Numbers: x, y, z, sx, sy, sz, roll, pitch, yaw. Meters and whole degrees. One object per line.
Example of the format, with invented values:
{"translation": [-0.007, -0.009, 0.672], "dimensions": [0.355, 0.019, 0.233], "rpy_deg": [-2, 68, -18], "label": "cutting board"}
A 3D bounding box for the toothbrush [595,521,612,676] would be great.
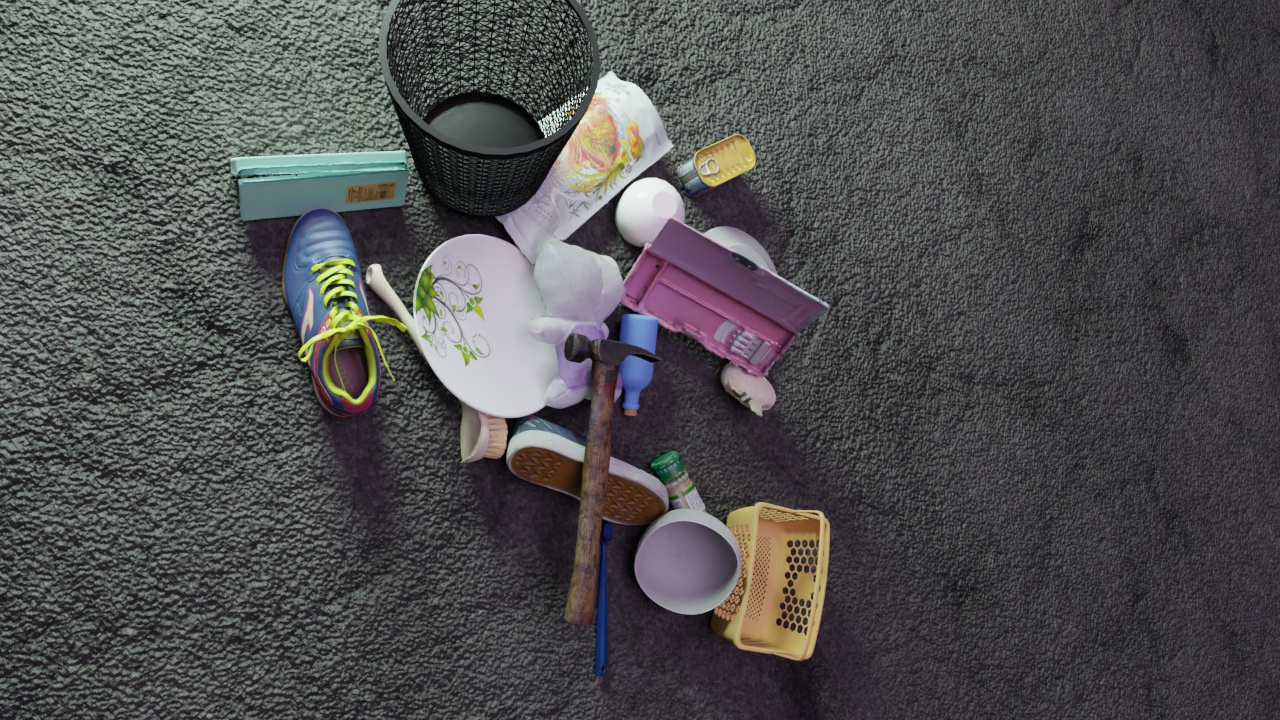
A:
{"translation": [-0.046, 0.299, 1.155], "dimensions": [0.016, 0.017, 0.190], "rpy_deg": [5, 81, -25], "label": "toothbrush"}

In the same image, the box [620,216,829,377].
{"translation": [0.105, -0.085, 1.180], "dimensions": [0.233, 0.181, 0.055], "rpy_deg": [29, 48, -9], "label": "box"}

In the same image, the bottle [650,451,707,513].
{"translation": [0.055, 0.175, 1.207], "dimensions": [0.042, 0.043, 0.110], "rpy_deg": [-31, 98, -26], "label": "bottle"}

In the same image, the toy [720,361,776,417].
{"translation": [0.151, 0.032, 1.269], "dimensions": [0.087, 0.050, 0.112], "rpy_deg": [33, 37, -14], "label": "toy"}

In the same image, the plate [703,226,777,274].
{"translation": [0.141, -0.107, 1.281], "dimensions": [0.172, 0.019, 0.172], "rpy_deg": [10, 73, -34], "label": "plate"}

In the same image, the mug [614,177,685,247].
{"translation": [0.017, -0.180, 1.217], "dimensions": [0.090, 0.076, 0.124], "rpy_deg": [-6, 86, -26], "label": "mug"}

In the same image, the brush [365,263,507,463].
{"translation": [-0.243, 0.003, 1.083], "dimensions": [0.272, 0.062, 0.077], "rpy_deg": [58, 37, -2], "label": "brush"}

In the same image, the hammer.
{"translation": [-0.046, 0.139, 1.069], "dimensions": [0.120, 0.033, 0.330], "rpy_deg": [9, 82, -27], "label": "hammer"}

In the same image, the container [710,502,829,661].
{"translation": [0.182, 0.284, 1.183], "dimensions": [0.129, 0.167, 0.183], "rpy_deg": [16, 76, -23], "label": "container"}

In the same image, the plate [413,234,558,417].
{"translation": [-0.181, -0.039, 1.112], "dimensions": [0.229, 0.030, 0.229], "rpy_deg": [19, 62, -40], "label": "plate"}

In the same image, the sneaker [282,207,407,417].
{"translation": [-0.332, -0.059, 1.024], "dimensions": [0.116, 0.091, 0.241], "rpy_deg": [-11, 87, -24], "label": "sneaker"}

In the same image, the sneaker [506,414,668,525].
{"translation": [-0.061, 0.130, 1.140], "dimensions": [0.235, 0.088, 0.079], "rpy_deg": [29, 32, -29], "label": "sneaker"}

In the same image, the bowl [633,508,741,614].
{"translation": [0.061, 0.249, 1.169], "dimensions": [0.132, 0.064, 0.132], "rpy_deg": [2, 106, 6], "label": "bowl"}

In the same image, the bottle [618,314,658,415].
{"translation": [-0.007, 0.007, 1.193], "dimensions": [0.048, 0.048, 0.131], "rpy_deg": [3, 97, -26], "label": "bottle"}

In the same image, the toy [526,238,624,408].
{"translation": [-0.074, -0.046, 1.138], "dimensions": [0.137, 0.086, 0.209], "rpy_deg": [2, 80, -46], "label": "toy"}

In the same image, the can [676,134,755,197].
{"translation": [0.104, -0.271, 1.282], "dimensions": [0.099, 0.059, 0.054], "rpy_deg": [-29, 96, -27], "label": "can"}

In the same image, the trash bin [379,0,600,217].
{"translation": [-0.173, -0.279, 1.027], "dimensions": [0.217, 0.244, 0.216], "rpy_deg": [3, 77, -12], "label": "trash bin"}

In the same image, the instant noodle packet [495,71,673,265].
{"translation": [-0.087, -0.259, 1.190], "dimensions": [0.268, 0.057, 0.147], "rpy_deg": [-43, 94, -23], "label": "instant noodle packet"}

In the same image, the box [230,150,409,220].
{"translation": [-0.360, -0.196, 1.045], "dimensions": [0.188, 0.077, 0.079], "rpy_deg": [-10, 104, -28], "label": "box"}
